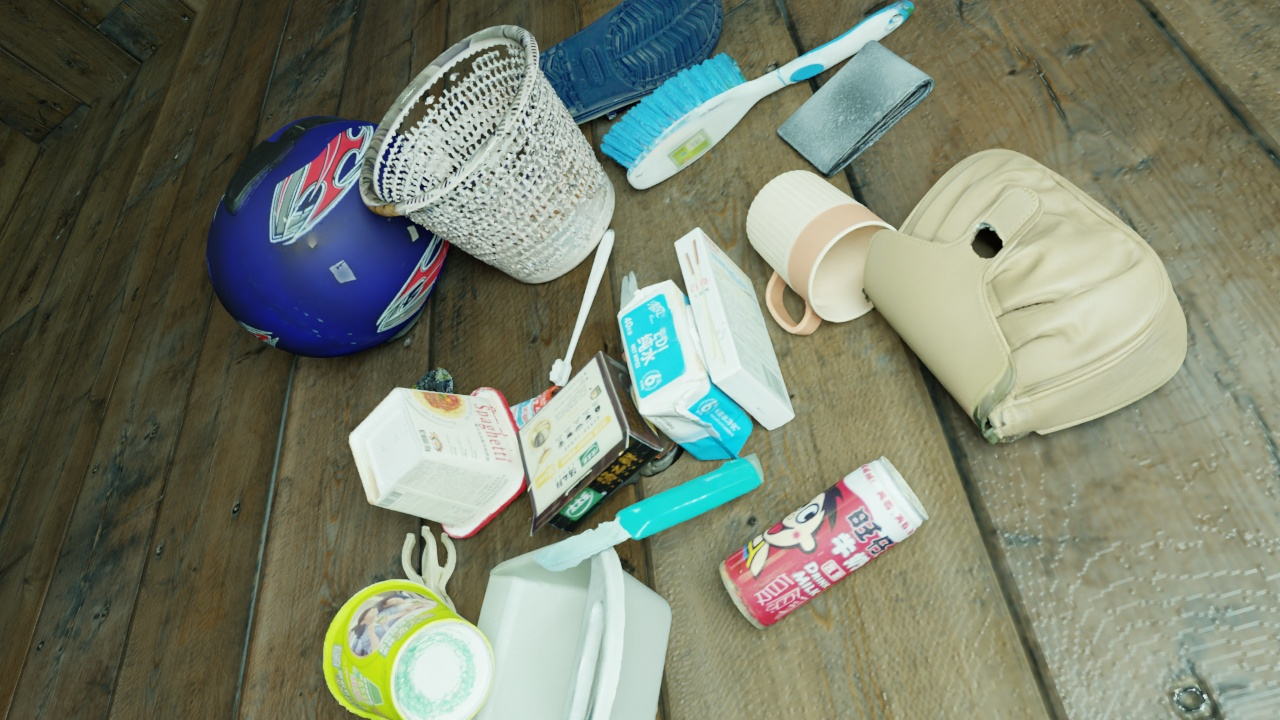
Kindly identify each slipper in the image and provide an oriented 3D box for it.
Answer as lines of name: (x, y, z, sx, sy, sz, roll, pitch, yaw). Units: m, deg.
slipper: (-0.020, -0.328, 1.019, 0.253, 0.105, 0.095, -28, 3, 4)

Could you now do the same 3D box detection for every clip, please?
clip: (-0.189, 0.200, 0.827, 0.075, 0.034, 0.100, -27, 52, 22)

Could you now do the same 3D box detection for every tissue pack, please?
tissue pack: (0.038, 0.008, 0.729, 0.063, 0.090, 0.139, -31, 45, 19)

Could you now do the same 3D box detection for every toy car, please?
toy car: (-0.212, 0.053, 0.949, 0.049, 0.031, 0.105, -35, 43, 17)

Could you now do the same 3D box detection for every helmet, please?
helmet: (-0.332, -0.156, 1.043, 0.241, 0.247, 0.314, -10, 49, 37)

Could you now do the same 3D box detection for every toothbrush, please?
toothbrush: (-0.056, -0.056, 0.907, 0.016, 0.016, 0.179, -1, 61, 37)

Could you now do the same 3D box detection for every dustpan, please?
dustpan: (-0.083, 0.227, 0.640, 0.258, 0.142, 0.222, -9, 56, 34)

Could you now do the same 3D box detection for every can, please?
can: (0.120, 0.120, 0.607, 0.133, 0.053, 0.053, -37, 44, 14)

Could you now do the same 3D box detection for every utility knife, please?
utility knife: (0.015, 0.102, 0.628, 0.029, 0.218, 0.013, 53, 133, 23)

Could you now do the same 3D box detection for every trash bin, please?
trash bin: (-0.137, -0.189, 0.936, 0.228, 0.192, 0.227, -22, 49, 27)

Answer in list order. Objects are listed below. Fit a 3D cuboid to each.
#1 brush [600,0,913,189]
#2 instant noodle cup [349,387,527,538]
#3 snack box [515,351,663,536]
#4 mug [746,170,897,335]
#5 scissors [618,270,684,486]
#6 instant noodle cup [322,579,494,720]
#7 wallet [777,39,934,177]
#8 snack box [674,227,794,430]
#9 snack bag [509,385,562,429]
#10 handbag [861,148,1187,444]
brush: (0.106, -0.270, 0.900, 0.315, 0.060, 0.109, -35, 50, 12)
instant noodle cup: (-0.177, 0.084, 0.811, 0.117, 0.124, 0.116, -42, 57, 20)
snack box: (-0.046, 0.073, 0.754, 0.113, 0.053, 0.125, -44, 39, 19)
mug: (0.136, -0.080, 0.725, 0.106, 0.081, 0.115, 56, 131, 48)
scissors: (-0.019, 0.012, 0.824, 0.139, 0.021, 0.234, -40, 44, 11)
instant noodle cup: (-0.173, 0.233, 0.708, 0.124, 0.111, 0.111, -9, 54, 57)
wallet: (0.189, -0.226, 0.821, 0.121, 0.019, 0.097, -42, 41, 11)
snack box: (0.074, -0.027, 0.726, 0.027, 0.084, 0.156, -32, 45, 21)
snack bag: (-0.114, 0.056, 0.869, 0.106, 0.026, 0.045, -24, 55, 30)
handbag: (0.237, -0.049, 0.594, 0.148, 0.099, 0.204, -42, 40, 13)
